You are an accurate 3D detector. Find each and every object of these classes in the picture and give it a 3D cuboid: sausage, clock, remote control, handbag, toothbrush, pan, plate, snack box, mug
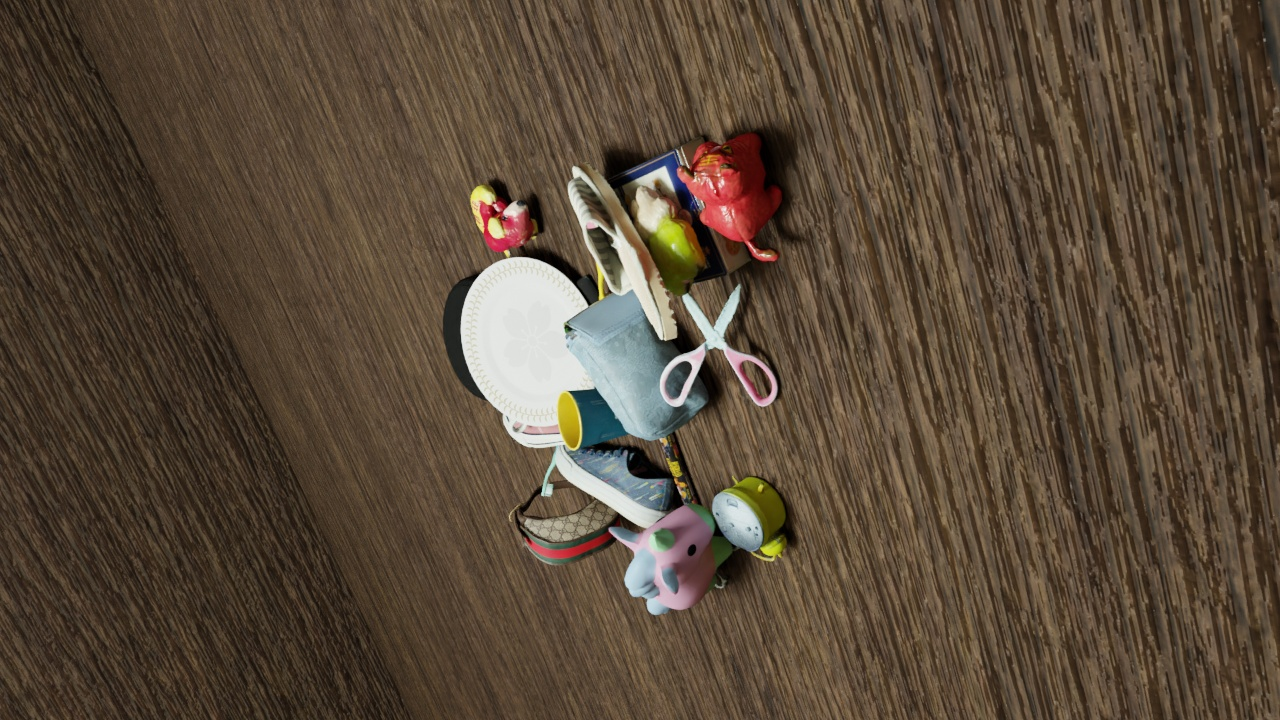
[{"bbox_3d":[0.050,0.146,1.249,0.020,0.020,0.155,-1,114,53],"label":"sausage"},{"bbox_3d":[0.138,0.201,1.143,0.083,0.056,0.119,9,121,48],"label":"clock"},{"bbox_3d":[-0.047,-0.042,1.234,0.041,0.020,0.152,-28,90,55],"label":"remote control"},{"bbox_3d":[-0.007,0.007,1.143,0.192,0.121,0.119,54,163,5],"label":"handbag"},{"bbox_3d":[-0.130,0.144,1.420,0.017,0.135,0.022,14,168,-3],"label":"toothbrush"},{"bbox_3d":[-0.196,-0.037,1.384,0.357,0.044,0.204,-3,99,49],"label":"pan"},{"bbox_3d":[-0.155,-0.026,1.294,0.243,0.016,0.243,9,107,29],"label":"plate"},{"bbox_3d":[-0.053,-0.128,1.182,0.021,0.016,0.135,21,128,46],"label":"toothbrush"},{"bbox_3d":[0.038,-0.155,1.017,0.145,0.042,0.144,-8,108,54],"label":"snack box"},{"bbox_3d":[-0.115,0.240,1.403,0.138,0.166,0.063,44,144,44],"label":"handbag"},{"bbox_3d":[-0.040,0.069,1.206,0.078,0.121,0.078,31,125,58],"label":"mug"}]

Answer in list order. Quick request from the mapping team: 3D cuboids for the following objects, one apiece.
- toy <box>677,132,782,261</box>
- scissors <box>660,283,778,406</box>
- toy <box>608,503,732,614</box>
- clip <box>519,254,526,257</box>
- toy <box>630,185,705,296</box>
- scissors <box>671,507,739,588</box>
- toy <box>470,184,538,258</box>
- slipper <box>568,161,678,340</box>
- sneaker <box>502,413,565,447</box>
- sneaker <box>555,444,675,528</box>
[{"bbox_3d":[0.088,-0.149,0.894,0.088,0.093,0.133,-20,102,26],"label":"toy"},{"bbox_3d":[0.076,-0.005,1.040,0.169,0.014,0.170,-29,106,24],"label":"scissors"},{"bbox_3d":[0.039,0.273,1.202,0.120,0.170,0.223,40,134,29],"label":"toy"},{"bbox_3d":[-0.176,-0.123,1.323,0.045,0.054,0.048,47,172,50],"label":"clip"},{"bbox_3d":[0.026,-0.130,0.973,0.117,0.043,0.092,59,157,11],"label":"toy"},{"bbox_3d":[0.093,0.255,1.282,0.175,0.014,0.141,-23,96,54],"label":"scissors"},{"bbox_3d":[-0.195,-0.190,1.281,0.137,0.067,0.106,28,140,49],"label":"toy"},{"bbox_3d":[-0.026,-0.120,1.000,0.272,0.054,0.114,60,177,40],"label":"slipper"},{"bbox_3d":[-0.138,0.071,1.367,0.242,0.118,0.088,-2,134,47],"label":"sneaker"},{"bbox_3d":[-0.039,0.157,1.328,0.236,0.087,0.079,29,104,43],"label":"sneaker"}]
